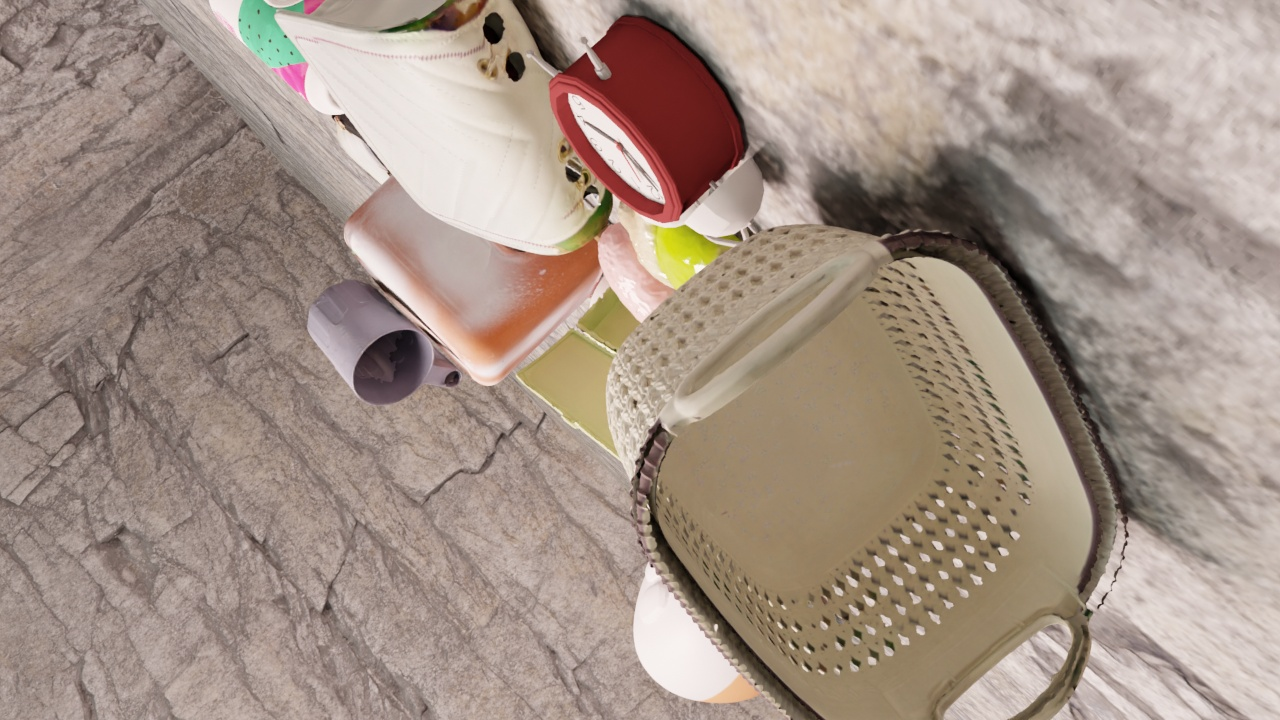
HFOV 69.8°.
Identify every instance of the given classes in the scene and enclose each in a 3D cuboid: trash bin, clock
[{"bbox_3d":[-0.152,-0.089,0.856,0.181,0.157,0.260,45,169,-2],"label":"trash bin"},{"bbox_3d":[0.008,-0.108,0.456,0.137,0.048,0.096,51,168,-27],"label":"clock"}]

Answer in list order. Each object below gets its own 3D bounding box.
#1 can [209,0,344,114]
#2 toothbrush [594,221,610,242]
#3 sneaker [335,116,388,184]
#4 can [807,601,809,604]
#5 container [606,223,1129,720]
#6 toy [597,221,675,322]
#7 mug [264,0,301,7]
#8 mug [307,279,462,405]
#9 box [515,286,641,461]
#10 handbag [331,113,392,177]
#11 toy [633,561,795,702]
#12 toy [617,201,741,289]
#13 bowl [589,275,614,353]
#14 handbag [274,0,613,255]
[{"bbox_3d":[-0.301,-0.295,0.805,0.166,0.088,0.088,42,170,15],"label":"can"},{"bbox_3d":[-0.069,-0.142,0.722,0.167,0.016,0.016,46,170,2],"label":"toothbrush"},{"bbox_3d":[-0.224,-0.197,0.988,0.079,0.087,0.235,-1,151,25],"label":"sneaker"},{"bbox_3d":[0.130,0.126,0.719,0.086,0.116,0.087,43,170,9],"label":"can"},{"bbox_3d":[0.097,0.053,0.423,0.251,0.185,0.143,51,180,-28],"label":"container"},{"bbox_3d":[0.008,-0.057,0.666,0.108,0.053,0.105,48,180,-18],"label":"toy"},{"bbox_3d":[-0.273,-0.320,0.681,0.090,0.074,0.110,45,-164,-1],"label":"mug"},{"bbox_3d":[-0.247,-0.016,0.891,0.104,0.084,0.123,38,-165,36],"label":"mug"},{"bbox_3d":[-0.005,0.004,0.707,0.187,0.138,0.030,30,162,50],"label":"box"},{"bbox_3d":[-0.232,-0.223,0.847,0.128,0.079,0.054,42,172,23],"label":"handbag"},{"bbox_3d":[0.130,0.397,1.424,0.280,0.262,0.267,29,131,-14],"label":"toy"},{"bbox_3d":[0.028,-0.065,0.565,0.118,0.043,0.092,38,167,41],"label":"toy"},{"bbox_3d":[-0.007,-0.023,0.843,0.114,0.050,0.115,43,170,9],"label":"bowl"},{"bbox_3d":[-0.108,-0.164,0.574,0.142,0.096,0.198,21,158,31],"label":"handbag"}]
